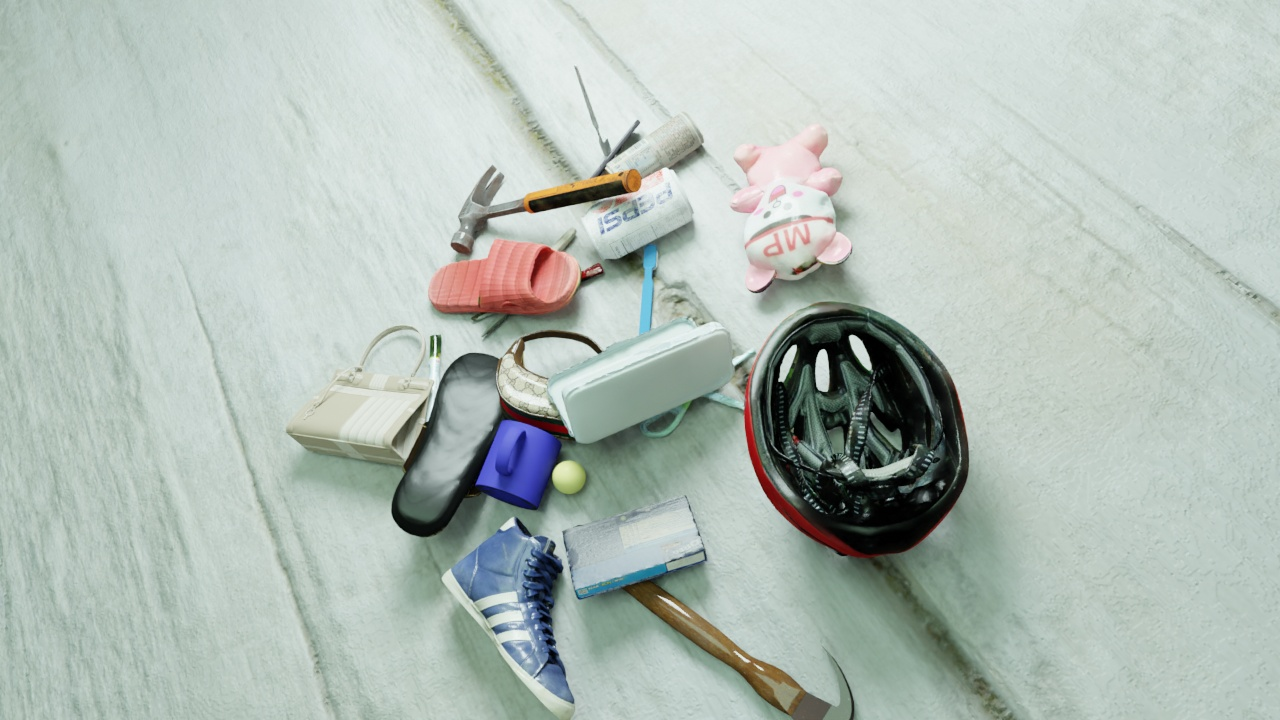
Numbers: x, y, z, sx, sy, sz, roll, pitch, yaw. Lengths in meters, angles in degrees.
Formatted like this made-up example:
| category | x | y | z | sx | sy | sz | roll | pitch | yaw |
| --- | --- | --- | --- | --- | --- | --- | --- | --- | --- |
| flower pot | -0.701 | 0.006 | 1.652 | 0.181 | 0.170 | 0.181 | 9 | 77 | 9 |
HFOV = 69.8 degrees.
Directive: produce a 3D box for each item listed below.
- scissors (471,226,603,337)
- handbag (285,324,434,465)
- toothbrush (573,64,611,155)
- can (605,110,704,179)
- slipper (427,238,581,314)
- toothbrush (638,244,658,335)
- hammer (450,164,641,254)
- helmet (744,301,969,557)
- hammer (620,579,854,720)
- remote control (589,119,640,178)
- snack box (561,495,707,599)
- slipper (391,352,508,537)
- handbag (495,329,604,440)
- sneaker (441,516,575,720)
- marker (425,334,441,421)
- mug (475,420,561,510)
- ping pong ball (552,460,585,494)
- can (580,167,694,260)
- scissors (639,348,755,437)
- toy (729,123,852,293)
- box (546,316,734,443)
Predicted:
| category | x | y | z | sx | sy | sz | roll | pitch | yaw |
| --- | --- | --- | --- | --- | --- | --- | --- | --- | --- |
| scissors | -0.137 | -0.106 | 1.257 | 0.187 | 0.015 | 0.179 | 6 | 68 | 22 |
| handbag | -0.352 | 0.035 | 1.239 | 0.176 | 0.062 | 0.197 | 5 | 59 | 24 |
| toothbrush | -0.064 | -0.341 | 1.252 | 0.010 | 0.182 | 0.010 | 28 | 72 | 23 |
| can | 0.019 | -0.285 | 1.270 | 0.135 | 0.054 | 0.054 | -35 | 59 | -1 |
| slipper | -0.194 | -0.115 | 1.241 | 0.249 | 0.059 | 0.103 | 0 | 63 | 27 |
| toothbrush | 0.009 | -0.075 | 1.195 | 0.016 | 0.014 | 0.166 | -3 | 68 | 17 |
| hammer | -0.128 | -0.228 | 1.250 | 0.315 | 0.035 | 0.137 | -4 | 59 | 38 |
| helmet | 0.216 | 0.071 | 0.955 | 0.217 | 0.167 | 0.271 | -9 | 68 | -2 |
| hammer | 0.078 | 0.296 | 0.973 | 0.323 | 0.033 | 0.115 | 29 | 78 | 29 |
| remote control | -0.038 | -0.293 | 1.304 | 0.009 | 0.046 | 0.124 | 39 | 78 | -9 |
| snack box | -0.008 | 0.207 | 1.023 | 0.150 | 0.027 | 0.082 | -16 | 46 | -1 |
| slipper | -0.231 | 0.105 | 1.151 | 0.113 | 0.076 | 0.267 | 14 | 56 | 5 |
| handbag | -0.093 | 0.024 | 1.136 | 0.166 | 0.063 | 0.138 | 11 | 60 | 4 |
| sneaker | -0.110 | 0.273 | 1.019 | 0.118 | 0.091 | 0.233 | -46 | 51 | -10 |
| marker | -0.279 | 0.031 | 1.235 | 0.017 | 0.017 | 0.146 | -11 | 61 | 13 |
| mug | -0.148 | 0.120 | 1.090 | 0.079 | 0.111 | 0.083 | 16 | 70 | 12 |
| ping pong ball | -0.086 | 0.140 | 1.100 | 0.040 | 0.040 | 0.040 | -8 | 62 | 15 |
| can | -0.004 | -0.192 | 1.217 | 0.136 | 0.078 | 0.078 | -27 | 59 | 4 |
| scissors | 0.066 | 0.039 | 1.118 | 0.171 | 0.023 | 0.167 | 23 | 69 | 27 |
| toy | 0.187 | -0.190 | 1.149 | 0.142 | 0.084 | 0.212 | -13 | 59 | 15 |
| box | -0.009 | 0.006 | 1.082 | 0.215 | 0.107 | 0.124 | -21 | 39 | -12 |
